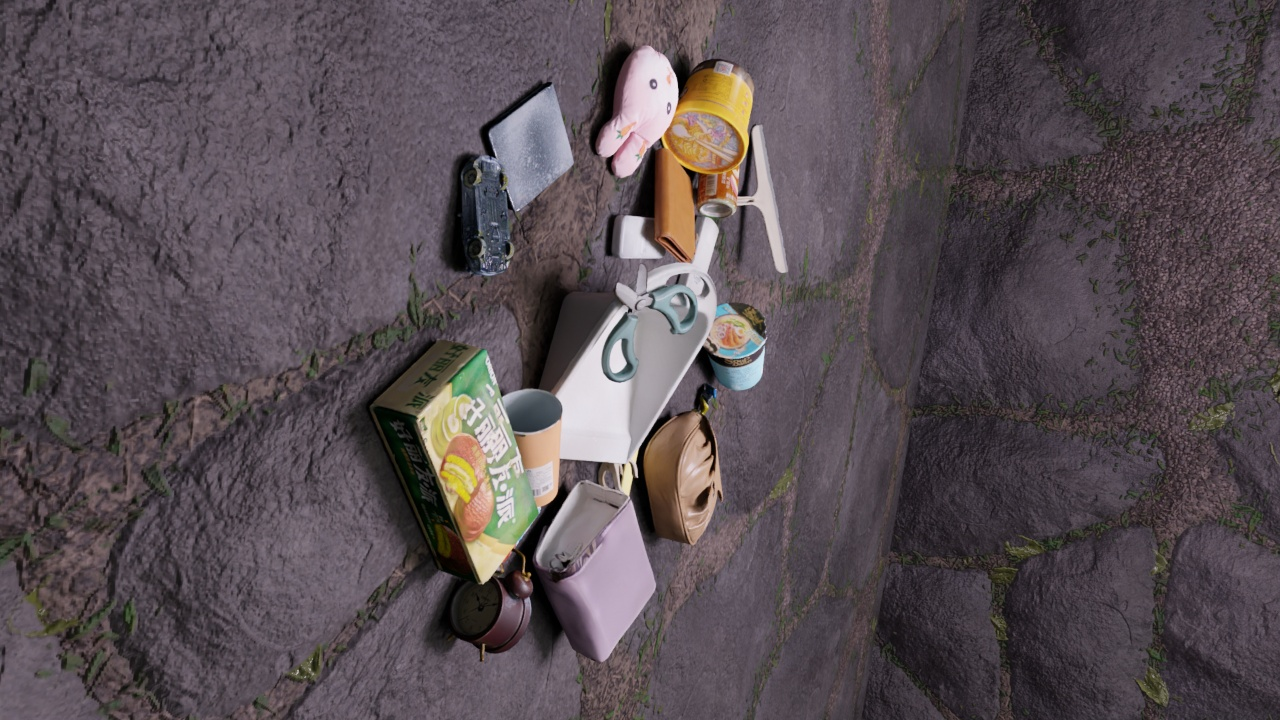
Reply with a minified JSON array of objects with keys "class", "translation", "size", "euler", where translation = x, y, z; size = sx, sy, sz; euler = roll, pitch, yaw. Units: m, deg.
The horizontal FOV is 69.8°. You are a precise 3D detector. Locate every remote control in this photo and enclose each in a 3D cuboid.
[{"class":"remote control","translation":[0.085,-0.150,1.386],"size":[0.056,0.019,0.135],"euler":[30,73,-60]},{"class":"remote control","translation":[0.000,-0.164,1.224],"size":[0.135,0.020,0.056],"euler":[-13,112,-62]}]

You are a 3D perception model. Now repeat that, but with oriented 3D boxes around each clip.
[{"class":"clip","translation":[-0.031,0.132,1.264],"size":[0.089,0.035,0.104],"euler":[-21,110,-53]}]

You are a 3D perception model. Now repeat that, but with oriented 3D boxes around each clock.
[{"class":"clock","translation":[-0.163,0.267,1.018],"size":[0.055,0.082,0.121],"euler":[42,69,-51]}]

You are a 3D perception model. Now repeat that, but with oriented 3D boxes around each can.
[{"class":"can","translation":[0.113,-0.280,1.319],"size":[0.058,0.058,0.147],"euler":[40,51,-58]}]

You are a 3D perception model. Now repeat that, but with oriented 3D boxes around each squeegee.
[{"class":"squeegee","translation":[0.135,-0.250,1.423],"size":[0.246,0.039,0.246],"euler":[-12,92,-53]}]

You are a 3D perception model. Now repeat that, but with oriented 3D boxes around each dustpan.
[{"class":"dustpan","translation":[-0.007,0.007,1.126],"size":[0.222,0.143,0.257],"euler":[12,86,-53]}]

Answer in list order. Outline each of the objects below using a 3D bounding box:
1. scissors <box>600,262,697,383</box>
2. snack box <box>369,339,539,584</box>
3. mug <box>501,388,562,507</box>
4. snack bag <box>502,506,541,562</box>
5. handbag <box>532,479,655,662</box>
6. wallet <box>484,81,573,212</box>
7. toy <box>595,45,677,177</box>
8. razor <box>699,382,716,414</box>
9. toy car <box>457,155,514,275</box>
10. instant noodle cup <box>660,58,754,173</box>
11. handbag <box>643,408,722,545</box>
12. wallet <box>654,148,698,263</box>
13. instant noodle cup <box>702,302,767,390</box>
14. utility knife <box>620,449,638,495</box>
[{"class":"scissors","translation":[-0.005,-0.036,1.058],"size":[0.177,0.019,0.174],"euler":[-51,148,8]},{"class":"snack box","translation":[-0.184,0.108,0.942],"size":[0.114,0.063,0.240],"euler":[-51,141,-42]},{"class":"mug","translation":[-0.124,0.103,1.034],"size":[0.078,0.078,0.123],"euler":[-46,146,-45]},{"class":"snack bag","translation":[-0.144,0.190,1.084],"size":[0.105,0.026,0.045],"euler":[-57,141,-39]},{"class":"handbag","translation":[-0.063,0.273,1.187],"size":[0.144,0.098,0.197],"euler":[-57,146,-38]},{"class":"wallet","translation":[-0.119,-0.231,0.990],"size":[0.120,0.019,0.097],"euler":[-51,139,-39]},{"class":"toy","translation":[-0.002,-0.309,1.142],"size":[0.121,0.054,0.159],"euler":[38,75,-58]},{"class":"razor","translation":[0.098,0.109,1.504],"size":[0.042,0.022,0.143],"euler":[-135,-128,-70]},{"class":"toy car","translation":[-0.159,-0.146,0.928],"size":[0.054,0.037,0.120],"euler":[-6,95,-60]},{"class":"instant noodle cup","translation":[0.098,-0.337,1.250],"size":[0.118,0.119,0.114],"euler":[59,42,-51]},{"class":"handbag","translation":[0.073,0.181,1.399],"size":[0.205,0.100,0.147],"euler":[79,32,-41]},{"class":"wallet","translation":[0.047,-0.208,1.253],"size":[0.107,0.031,0.131],"euler":[34,53,-61]},{"class":"instant noodle cup","translation":[0.153,-0.015,1.484],"size":[0.111,0.111,0.120],"euler":[-62,156,-28]},{"class":"utility knife","translation":[-0.008,0.122,1.317],"size":[0.031,0.019,0.175],"euler":[30,74,-65]}]
